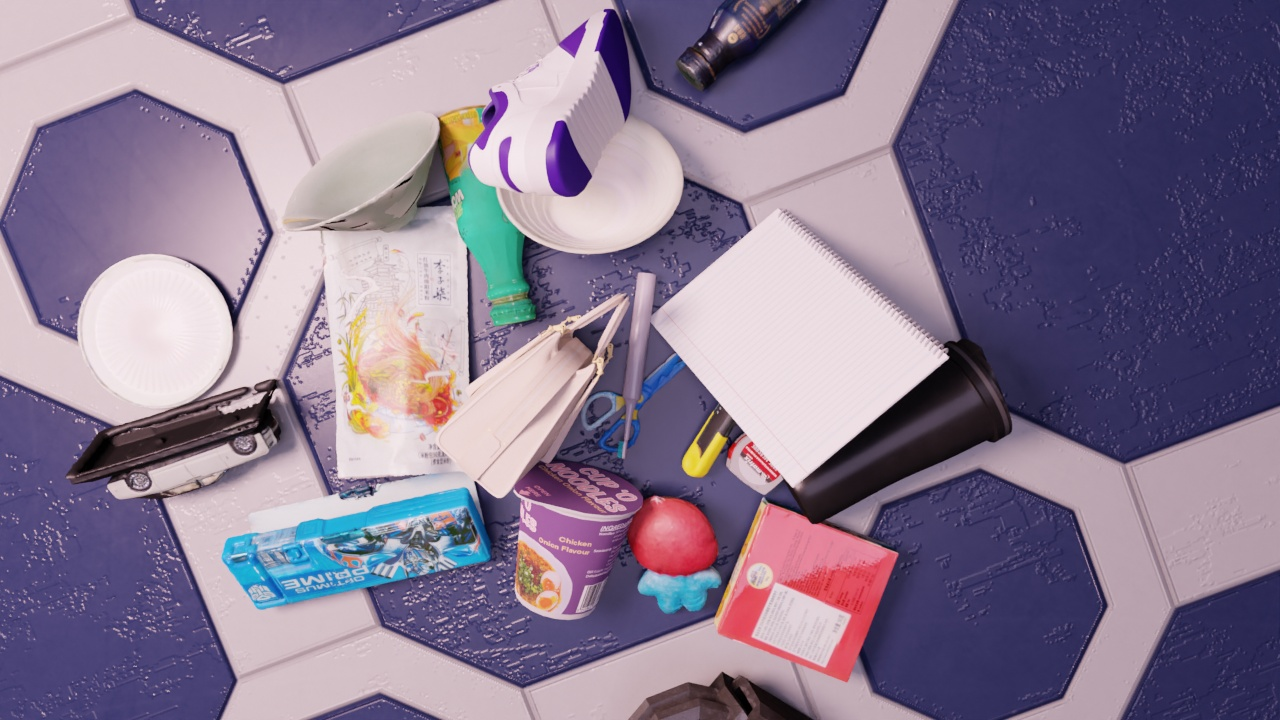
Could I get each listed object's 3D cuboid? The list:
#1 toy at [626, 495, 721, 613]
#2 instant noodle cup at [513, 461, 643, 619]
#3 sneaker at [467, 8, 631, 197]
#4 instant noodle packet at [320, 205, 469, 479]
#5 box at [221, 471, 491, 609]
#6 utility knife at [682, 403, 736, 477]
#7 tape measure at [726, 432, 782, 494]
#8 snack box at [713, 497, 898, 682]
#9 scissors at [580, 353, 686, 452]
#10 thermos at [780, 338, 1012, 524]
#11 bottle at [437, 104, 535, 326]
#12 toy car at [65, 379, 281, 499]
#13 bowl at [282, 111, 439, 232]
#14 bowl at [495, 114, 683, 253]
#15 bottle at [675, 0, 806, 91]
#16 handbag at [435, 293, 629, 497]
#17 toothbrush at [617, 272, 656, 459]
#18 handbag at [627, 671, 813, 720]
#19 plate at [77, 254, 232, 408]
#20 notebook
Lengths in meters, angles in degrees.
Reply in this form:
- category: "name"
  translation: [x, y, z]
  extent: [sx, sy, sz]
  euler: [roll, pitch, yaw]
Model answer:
- category: "toy"
  translation: [0.035, 0.196, 0.925]
  extent: [0.092, 0.062, 0.133]
  euler: [-2, 112, 20]
- category: "instant noodle cup"
  translation: [-0.076, 0.179, 0.894]
  extent: [0.136, 0.122, 0.122]
  euler: [1, 109, -44]
- category: "sneaker"
  translation: [-0.084, -0.237, 0.851]
  extent: [0.111, 0.243, 0.092]
  euler: [1, 137, 20]
- category: "instant noodle packet"
  translation: [-0.242, -0.019, 0.916]
  extent: [0.147, 0.057, 0.269]
  euler: [-4, 88, -2]
- category: "box"
  translation: [-0.281, 0.174, 0.930]
  extent: [0.243, 0.085, 0.092]
  euler: [-12, 130, 0]
- category: "utility knife"
  translation: [0.095, 0.037, 0.908]
  extent: [0.029, 0.020, 0.188]
  euler: [44, 111, 40]
- category: "tape measure"
  translation: [0.123, 0.099, 0.935]
  extent: [0.060, 0.020, 0.062]
  euler: [45, 91, -8]
- category: "snack box"
  translation: [0.167, 0.232, 0.934]
  extent: [0.145, 0.040, 0.142]
  euler: [21, 93, -1]
- category: "scissors"
  translation: [0.001, 0.042, 0.937]
  extent: [0.130, 0.022, 0.070]
  euler: [-37, 90, -2]
- category: "thermos"
  translation: [0.244, 0.075, 0.891]
  extent: [0.218, 0.106, 0.106]
  euler: [-30, 93, 1]
- category: "bottle"
  translation: [-0.146, -0.138, 0.899]
  extent: [0.068, 0.068, 0.209]
  euler: [-13, 93, 1]
- category: "toy car"
  translation: [-0.448, 0.090, 0.914]
  extent: [0.192, 0.094, 0.071]
  euler: [-19, 118, 0]
- category: "bowl"
  translation: [-0.251, -0.160, 0.881]
  extent: [0.174, 0.174, 0.068]
  euler: [-33, 129, 2]
- category: "bowl"
  translation: [-0.049, -0.159, 0.885]
  extent: [0.176, 0.058, 0.176]
  euler: [1, 61, -2]
- category: "bottle"
  translation: [0.104, -0.332, 0.893]
  extent: [0.161, 0.056, 0.056]
  euler: [-44, 92, 2]
- category: "handbag"
  translation: [-0.079, 0.013, 0.843]
  extent: [0.101, 0.194, 0.198]
  euler: [42, 95, -3]
- category: "toothbrush"
  translation: [-0.005, 0.005, 0.922]
  extent: [0.019, 0.018, 0.188]
  euler: [7, 87, 13]
- category: "handbag"
  translation: [0.062, 0.405, 0.912]
  extent: [0.199, 0.102, 0.197]
  euler: [40, 92, -18]
- category: "plate"
  translation: [-0.491, -0.029, 0.932]
  extent: [0.157, 0.014, 0.157]
  euler: [0, 93, 0]
- category: "notebook"
  translation: [0.138, -0.024, 0.859]
  extent: [0.178, 0.013, 0.245]
  euler: [-40, 52, 2]
